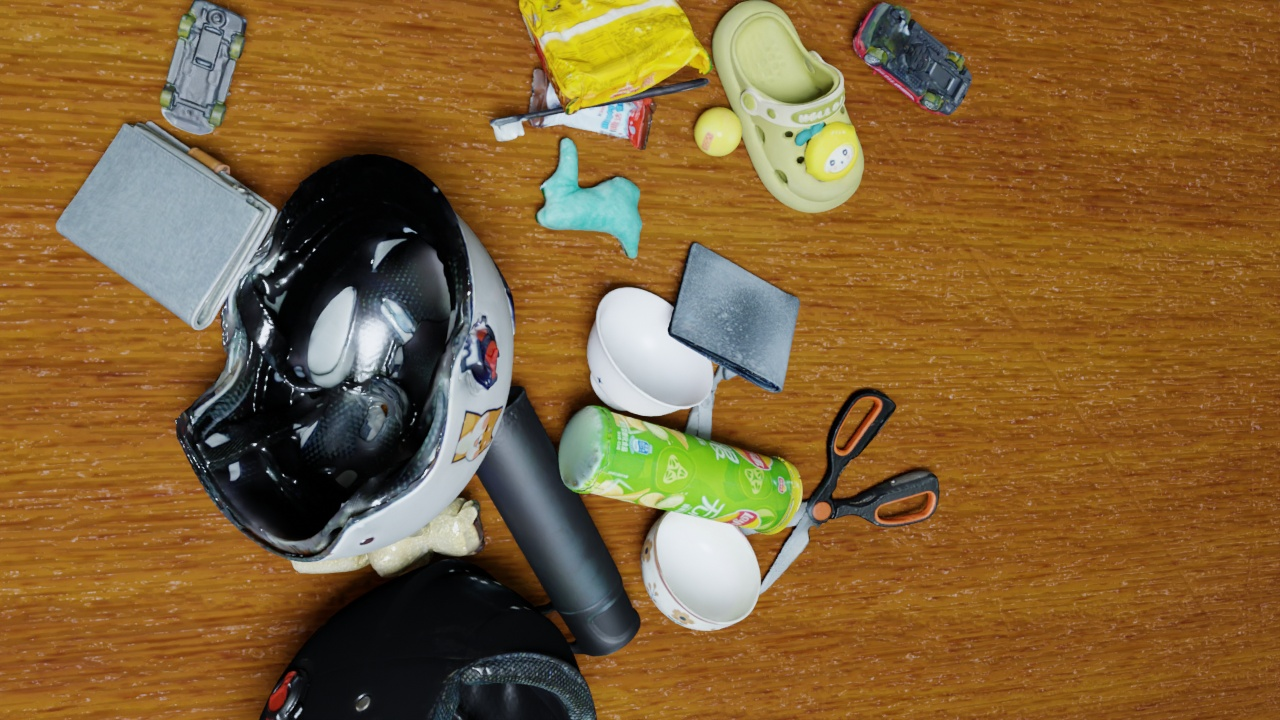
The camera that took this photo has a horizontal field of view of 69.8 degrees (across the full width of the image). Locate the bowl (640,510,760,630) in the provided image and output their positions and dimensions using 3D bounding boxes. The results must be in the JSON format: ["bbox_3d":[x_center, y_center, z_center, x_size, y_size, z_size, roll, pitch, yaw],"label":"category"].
[{"bbox_3d":[0.045,0.191,0.821,0.113,0.113,0.062,23,137,-20],"label":"bowl"}]

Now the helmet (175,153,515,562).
[{"bbox_3d":[-0.183,0.009,0.662,0.156,0.230,0.274,27,80,-61],"label":"helmet"}]

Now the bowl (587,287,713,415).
[{"bbox_3d":[-0.005,0.004,0.768,0.118,0.118,0.065,31,131,-21],"label":"bowl"}]

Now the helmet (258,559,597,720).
[{"bbox_3d":[-0.170,0.286,0.698,0.275,0.230,0.233,-30,122,0],"label":"helmet"}]

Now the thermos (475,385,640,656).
[{"bbox_3d":[-0.086,0.146,0.779,0.090,0.068,0.242,-26,108,-4],"label":"thermos"}]

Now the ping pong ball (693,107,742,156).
[{"bbox_3d":[0.065,-0.192,0.769,0.040,0.040,0.040,-4,102,-17],"label":"ping pong ball"}]

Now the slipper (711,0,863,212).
[{"bbox_3d":[0.128,-0.210,0.765,0.091,0.081,0.190,-34,106,-6],"label":"slipper"}]

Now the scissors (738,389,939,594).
[{"bbox_3d":[0.188,0.126,0.887,0.220,0.022,0.225,5,98,-13],"label":"scissors"}]

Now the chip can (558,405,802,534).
[{"bbox_3d":[0.035,0.096,0.781,0.221,0.072,0.072,18,96,-31],"label":"chip can"}]

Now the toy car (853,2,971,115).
[{"bbox_3d":[0.235,-0.262,0.805,0.120,0.045,0.053,30,89,-26],"label":"toy car"}]

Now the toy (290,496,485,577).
[{"bbox_3d":[-0.207,0.145,0.749,0.157,0.066,0.105,-6,135,-12],"label":"toy"}]

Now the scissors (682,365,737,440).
[{"bbox_3d":[0.062,0.031,0.829,0.166,0.014,0.163,-34,108,-7],"label":"scissors"}]

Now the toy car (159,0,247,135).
[{"bbox_3d":[-0.310,-0.206,0.653,0.042,0.035,0.090,18,101,-18],"label":"toy car"}]

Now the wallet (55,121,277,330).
[{"bbox_3d":[-0.330,-0.099,0.647,0.130,0.037,0.106,33,89,10],"label":"wallet"}]

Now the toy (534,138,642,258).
[{"bbox_3d":[-0.042,-0.133,0.755,0.091,0.030,0.096,-2,96,-19],"label":"toy"}]

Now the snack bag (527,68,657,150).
[{"bbox_3d":[-0.039,-0.202,0.742,0.105,0.026,0.045,9,102,-17],"label":"snack bag"}]

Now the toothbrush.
[{"bbox_3d":[-0.029,-0.200,0.723,0.181,0.015,0.018,-17,105,-12],"label":"toothbrush"}]

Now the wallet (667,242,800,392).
[{"bbox_3d":[0.083,-0.038,0.797,0.120,0.019,0.097,27,59,-20],"label":"wallet"}]

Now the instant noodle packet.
[{"bbox_3d":[-0.020,-0.254,0.714,0.128,0.044,0.110,-22,77,-13],"label":"instant noodle packet"}]
